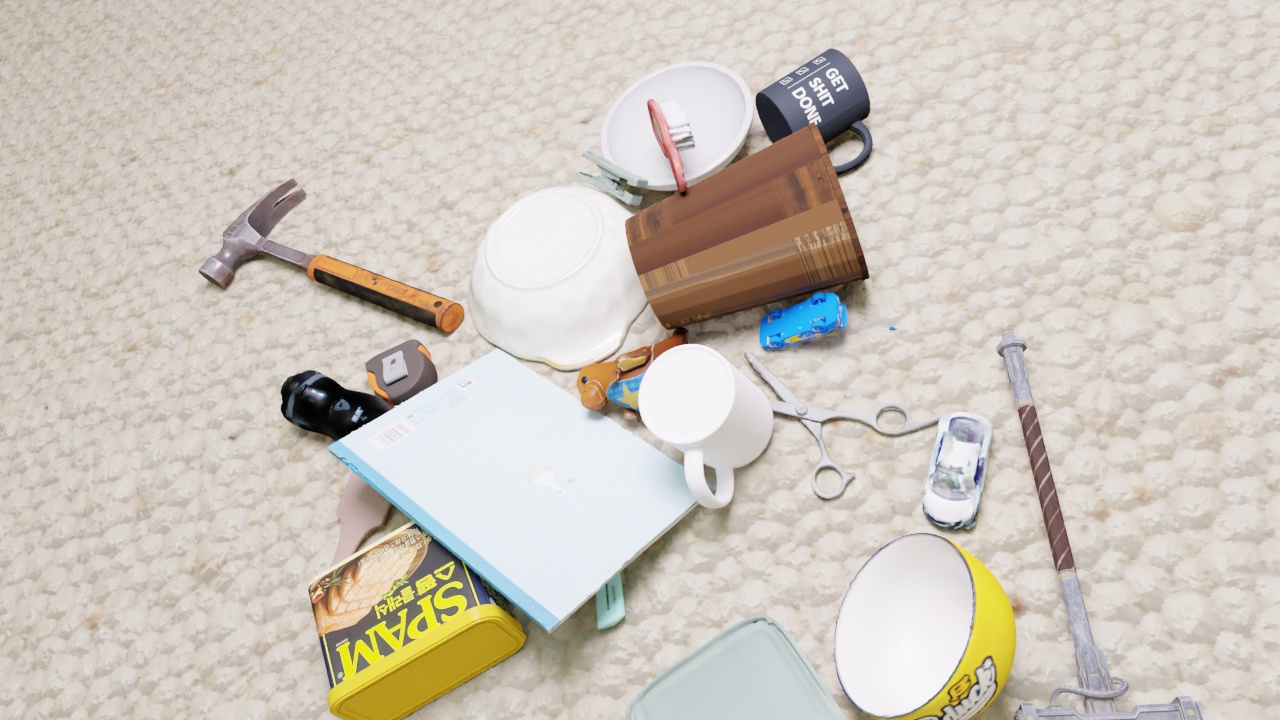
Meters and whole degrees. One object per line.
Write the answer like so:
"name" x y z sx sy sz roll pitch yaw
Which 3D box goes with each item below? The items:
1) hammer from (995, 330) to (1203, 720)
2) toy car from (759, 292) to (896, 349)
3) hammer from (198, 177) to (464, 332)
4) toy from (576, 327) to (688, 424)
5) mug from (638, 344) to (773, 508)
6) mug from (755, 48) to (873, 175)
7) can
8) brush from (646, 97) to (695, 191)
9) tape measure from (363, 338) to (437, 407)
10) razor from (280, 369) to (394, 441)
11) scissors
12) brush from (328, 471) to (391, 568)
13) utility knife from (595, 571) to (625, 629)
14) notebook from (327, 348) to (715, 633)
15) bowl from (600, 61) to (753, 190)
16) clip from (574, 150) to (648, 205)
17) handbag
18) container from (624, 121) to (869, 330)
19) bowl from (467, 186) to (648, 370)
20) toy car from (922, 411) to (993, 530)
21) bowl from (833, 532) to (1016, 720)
"hammer" 0.274 0.116 0.603 0.098 0.044 0.321 -8 57 13
"toy car" 0.151 -0.025 0.748 0.092 0.062 0.033 -21 51 41
"hammer" -0.299 -0.097 0.925 0.315 0.035 0.137 20 68 26
"toy" -0.005 0.005 0.767 0.090 0.071 0.102 -5 35 30
"mug" 0.051 0.054 0.678 0.074 0.090 0.110 -9 69 23
"mug" 0.165 -0.218 0.832 0.077 0.071 0.105 -32 82 -3
"can" -0.170 0.189 0.684 0.135 0.075 0.104 -30 53 -1
"brush" 0.032 -0.188 0.782 0.030 0.041 0.172 -15 32 2
"tape measure" -0.216 0.014 0.826 0.058 0.038 0.058 -24 55 3
"razor" -0.262 0.044 0.803 0.141 0.064 0.053 13 69 36
"scissors" 0.143 0.037 0.711 0.158 0.014 0.141 -20 59 5
"brush" -0.238 0.142 0.773 0.050 0.015 0.135 9 69 24
"utility knife" -0.029 0.127 0.714 0.022 0.015 0.165 -15 53 10
"notebook" -0.096 0.084 0.716 0.253 0.009 0.180 30 46 31
"bowl" 0.038 -0.216 0.879 0.150 0.043 0.149 -9 60 16
"clip" -0.028 -0.168 0.845 0.076 0.023 0.042 33 110 30
"handbag" 0.065 0.239 0.580 0.122 0.067 0.106 -34 47 -5
"container" 0.084 -0.100 0.751 0.167 0.132 0.132 -20 56 12
"bowl" -0.079 -0.095 0.835 0.188 0.060 0.219 -23 56 4
"toy car" 0.225 0.076 0.652 0.039 0.027 0.089 10 64 21
"bowl" 0.184 0.174 0.570 0.117 0.067 0.117 -49 24 30
